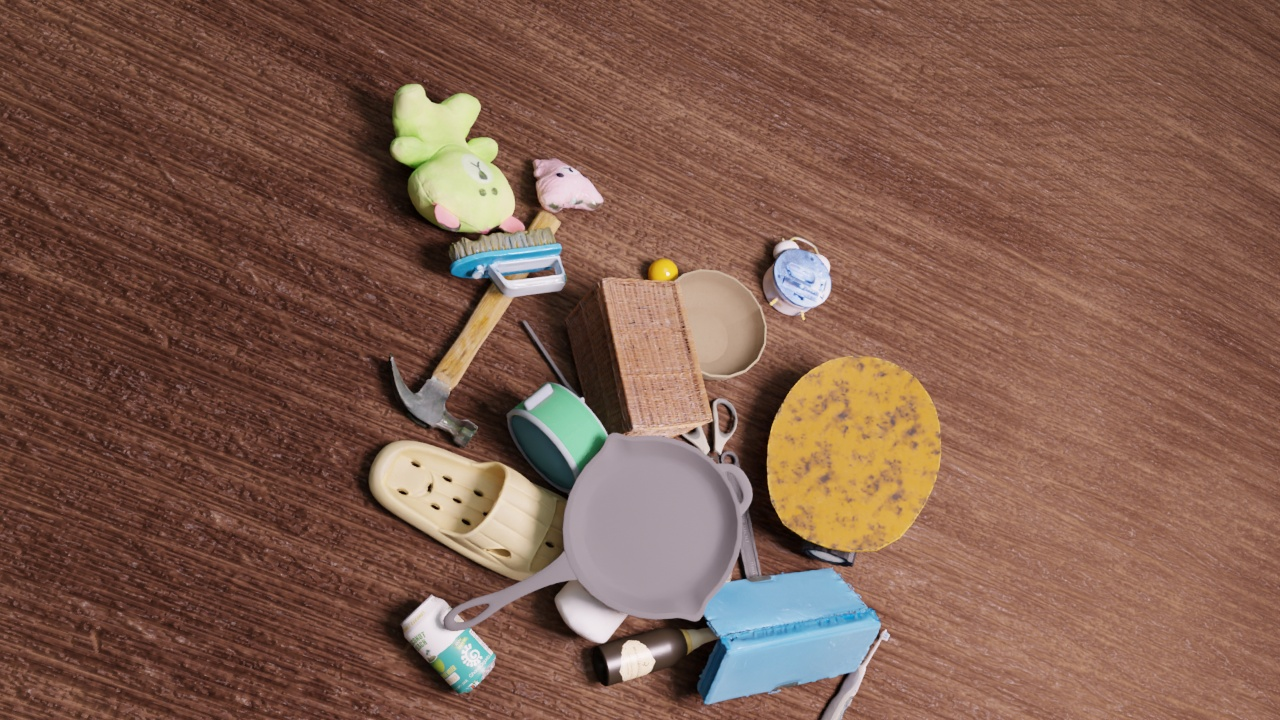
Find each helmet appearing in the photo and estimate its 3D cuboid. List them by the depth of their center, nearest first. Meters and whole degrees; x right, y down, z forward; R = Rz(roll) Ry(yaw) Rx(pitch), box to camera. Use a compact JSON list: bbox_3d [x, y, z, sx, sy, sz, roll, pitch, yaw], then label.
[{"bbox_3d":[0.271,0.134,1.177,0.205,0.131,0.255,13,69,18],"label":"helmet"}]

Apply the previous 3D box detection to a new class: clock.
[{"bbox_3d":[-0.078,0.104,1.065,0.075,0.122,0.161,-40,94,-27],"label":"clock"},{"bbox_3d":[0.223,-0.122,1.299,0.089,0.052,0.125,24,64,-10],"label":"clock"}]

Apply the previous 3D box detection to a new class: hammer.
[{"bbox_3d":[-0.190,-0.060,1.134,0.132,0.033,0.329,31,62,-6],"label":"hammer"}]

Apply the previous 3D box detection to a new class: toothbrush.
[{"bbox_3d":[0.259,0.407,1.136,0.024,0.022,0.185,25,58,30],"label":"toothbrush"},{"bbox_3d":[-0.100,0.018,1.148,0.013,0.013,0.167,-33,85,-19],"label":"toothbrush"}]

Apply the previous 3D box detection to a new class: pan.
[{"bbox_3d":[-0.043,0.205,0.985,0.354,0.024,0.216,-24,81,-11],"label":"pan"}]

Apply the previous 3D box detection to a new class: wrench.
[{"bbox_3d":[0.135,0.246,1.152,0.073,0.018,0.273,-4,71,-21],"label":"wrench"}]

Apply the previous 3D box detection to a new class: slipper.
[{"bbox_3d":[-0.178,0.165,1.029,0.261,0.079,0.111,26,67,-10],"label":"slipper"}]

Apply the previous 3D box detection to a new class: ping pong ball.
[{"bbox_3d":[0.030,-0.116,1.230,0.040,0.040,0.040,7,69,-18],"label":"ping pong ball"}]

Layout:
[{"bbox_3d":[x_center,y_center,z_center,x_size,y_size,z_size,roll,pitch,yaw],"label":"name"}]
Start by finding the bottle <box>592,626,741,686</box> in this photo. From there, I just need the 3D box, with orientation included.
[{"bbox_3d":[0.037,0.331,1.066,0.184,0.045,0.045,-8,74,-25],"label":"bottle"}]

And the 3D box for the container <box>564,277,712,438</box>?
[{"bbox_3d":[-0.007,0.007,1.121,0.113,0.113,0.198,-3,72,-33],"label":"container"}]

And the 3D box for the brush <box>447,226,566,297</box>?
[{"bbox_3d":[-0.163,-0.115,1.115,0.135,0.056,0.075,-9,69,-24],"label":"brush"}]

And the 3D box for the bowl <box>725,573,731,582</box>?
[{"bbox_3d":[0.051,0.206,1.090,0.063,0.145,0.145,-25,79,11],"label":"bowl"}]

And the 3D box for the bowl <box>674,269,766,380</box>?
[{"bbox_3d":[0.088,-0.041,1.219,0.152,0.051,0.152,7,69,-18],"label":"bowl"}]

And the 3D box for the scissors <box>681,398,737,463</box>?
[{"bbox_3d":[0.083,0.116,1.173,0.150,0.013,0.164,31,58,-3],"label":"scissors"}]

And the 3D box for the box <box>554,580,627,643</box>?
[{"bbox_3d":[-0.033,0.240,1.062,0.084,0.136,0.147,42,86,-8],"label":"box"}]

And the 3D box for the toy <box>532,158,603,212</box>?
[{"bbox_3d":[-0.106,-0.235,1.216,0.098,0.053,0.096,-11,58,-42],"label":"toy"}]

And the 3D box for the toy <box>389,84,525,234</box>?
[{"bbox_3d":[-0.238,-0.237,1.146,0.149,0.107,0.196,-8,82,-47],"label":"toy"}]

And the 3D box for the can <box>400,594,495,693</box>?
[{"bbox_3d":[-0.205,0.302,0.979,0.101,0.055,0.054,47,62,0],"label":"can"}]

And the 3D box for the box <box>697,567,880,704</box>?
[{"bbox_3d":[0.159,0.322,1.097,0.231,0.094,0.112,-1,31,-29],"label":"box"}]
